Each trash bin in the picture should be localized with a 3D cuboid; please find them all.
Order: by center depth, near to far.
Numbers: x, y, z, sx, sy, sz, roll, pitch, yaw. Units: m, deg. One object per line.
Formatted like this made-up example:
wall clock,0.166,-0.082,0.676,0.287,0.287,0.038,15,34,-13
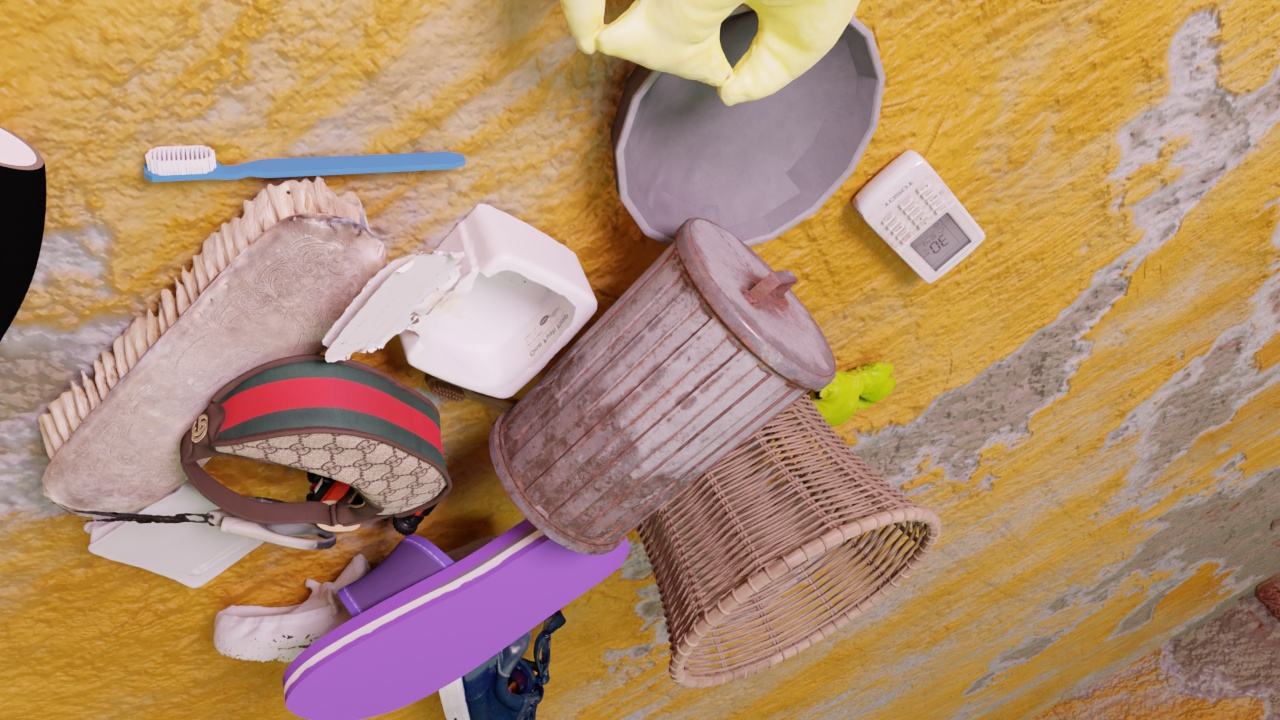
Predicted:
trash bin,0.016,0.016,0.589,0.212,0.130,0.130,-43,138,23

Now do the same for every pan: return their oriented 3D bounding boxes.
pan,0.104,-0.213,0.523,0.178,0.041,0.358,8,130,-35

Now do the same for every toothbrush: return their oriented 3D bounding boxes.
toothbrush,-0.178,-0.110,0.501,0.166,0.016,0.014,-8,134,-22
toothbrush,-0.096,0.040,0.710,0.166,0.016,0.016,24,118,-44

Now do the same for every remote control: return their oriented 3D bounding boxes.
remote control,0.217,-0.109,0.712,0.060,0.025,0.138,-42,138,18

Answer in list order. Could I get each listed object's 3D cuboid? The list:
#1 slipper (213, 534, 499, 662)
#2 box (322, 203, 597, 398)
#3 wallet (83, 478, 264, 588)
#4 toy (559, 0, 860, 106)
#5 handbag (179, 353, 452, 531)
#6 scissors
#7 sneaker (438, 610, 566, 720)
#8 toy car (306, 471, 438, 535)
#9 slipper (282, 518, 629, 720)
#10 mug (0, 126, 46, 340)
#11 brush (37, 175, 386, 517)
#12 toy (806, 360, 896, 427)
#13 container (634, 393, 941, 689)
slipper,-0.226,0.199,0.769,0.246,0.074,0.112,-10,169,-17
box,-0.116,-0.039,0.566,0.111,0.083,0.190,-46,154,20
wallet,-0.324,0.118,0.655,0.086,0.032,0.116,-29,150,-3
toy,0.045,-0.201,0.434,0.170,0.064,0.155,11,129,-30
handbag,-0.199,0.064,0.577,0.138,0.063,0.166,-23,149,16
scissors,-0.283,0.102,0.601,0.169,0.132,0.012,18,92,-25
sneaker,-0.136,0.357,0.969,0.127,0.120,0.295,-4,134,-7
toy car,-0.198,0.094,0.686,0.100,0.048,0.051,18,123,-40
slipper,-0.141,0.167,0.692,0.266,0.084,0.107,-32,138,2
mug,-0.338,-0.069,0.419,0.119,0.084,0.100,32,103,-14
brush,-0.257,0.000,0.544,0.272,0.056,0.083,-40,141,17
toy,0.192,0.030,0.845,0.093,0.036,0.094,-36,147,4
container,0.083,0.111,0.725,0.226,0.196,0.227,-21,147,-15
